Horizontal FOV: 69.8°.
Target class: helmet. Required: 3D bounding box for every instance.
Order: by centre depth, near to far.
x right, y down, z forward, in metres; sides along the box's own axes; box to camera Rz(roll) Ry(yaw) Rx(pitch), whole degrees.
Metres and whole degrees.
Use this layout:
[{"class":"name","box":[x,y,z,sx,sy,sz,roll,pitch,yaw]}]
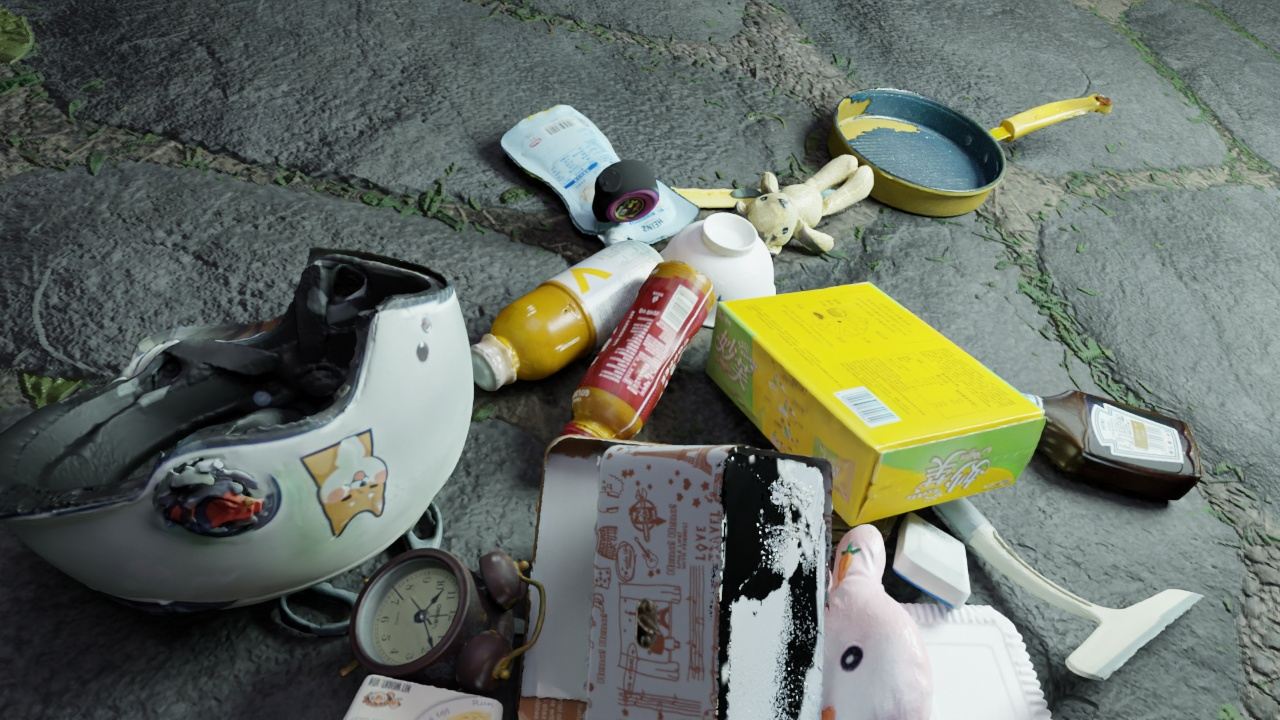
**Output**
[{"class":"helmet","box":[-0.216,0.054,0.546,0.273,0.157,0.230,-34,29,-21]}]

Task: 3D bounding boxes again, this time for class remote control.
[{"class":"remote control","box":[0.202,0.135,0.634,0.049,0.024,0.124,31,11,13]}]

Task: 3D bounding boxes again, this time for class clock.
[{"class":"clock","box":[-0.107,0.150,0.519,0.122,0.055,0.081,-9,50,19]}]

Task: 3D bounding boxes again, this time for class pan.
[{"class":"pan","box":[0.384,-0.259,1.045,0.356,0.078,0.197,-8,51,-21]}]

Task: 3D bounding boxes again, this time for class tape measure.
[{"class":"tape measure","box":[-0.014,-0.153,0.823,0.057,0.057,0.039,-11,65,-15]}]

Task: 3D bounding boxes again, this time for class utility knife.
[{"class":"utility knife","box":[0.105,-0.166,0.938,0.216,0.022,0.031,-1,54,-21]}]

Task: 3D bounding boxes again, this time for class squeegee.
[{"class":"squeegee","box":[0.260,0.128,0.680,0.246,0.039,0.246,-1,33,-47]}]

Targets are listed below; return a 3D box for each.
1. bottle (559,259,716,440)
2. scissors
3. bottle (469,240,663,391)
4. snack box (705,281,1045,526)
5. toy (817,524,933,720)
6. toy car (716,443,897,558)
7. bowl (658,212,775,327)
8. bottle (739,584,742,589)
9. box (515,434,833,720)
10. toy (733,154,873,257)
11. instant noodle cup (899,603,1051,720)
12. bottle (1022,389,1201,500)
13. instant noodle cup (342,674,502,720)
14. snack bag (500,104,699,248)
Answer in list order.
[{"class":"bottle","box":[-0.004,0.004,0.698,0.057,0.058,0.174,27,65,11]},{"class":"scissors","box":[-0.136,0.153,0.585,0.179,0.014,0.159,11,49,-8]},{"class":"bottle","box":[-0.057,-0.035,0.736,0.068,0.068,0.189,39,51,21]},{"class":"snack box","box":[0.169,0.022,0.700,0.157,0.070,0.210,-9,34,-25]},{"class":"toy","box":[0.121,0.178,0.558,0.054,0.122,0.159,29,36,-22]},{"class":"toy car","box":[0.109,0.100,0.674,0.158,0.042,0.070,10,46,-1]},{"class":"bowl","box":[0.073,-0.092,0.824,0.118,0.065,0.118,7,48,-8]},{"class":"bottle","box":[0.018,0.144,0.600,0.149,0.067,0.066,22,46,-3]},{"class":"box","box":[0.007,0.133,0.523,0.175,0.151,0.182,-2,80,33]},{"class":"toy","box":[0.165,-0.157,0.906,0.157,0.066,0.105,-31,78,-26]},{"class":"instant noodle cup","box":[0.196,0.225,0.568,0.138,0.060,0.173,4,49,-11]},{"class":"bottle","box":[0.363,0.059,0.773,0.195,0.044,0.079,16,46,2]},{"class":"instant noodle cup","box":[-0.120,0.234,0.451,0.116,0.117,0.124,12,35,-3]},{"class":"snack bag","box":[-0.042,-0.176,0.891,0.110,0.039,0.191,-26,62,-35]}]
